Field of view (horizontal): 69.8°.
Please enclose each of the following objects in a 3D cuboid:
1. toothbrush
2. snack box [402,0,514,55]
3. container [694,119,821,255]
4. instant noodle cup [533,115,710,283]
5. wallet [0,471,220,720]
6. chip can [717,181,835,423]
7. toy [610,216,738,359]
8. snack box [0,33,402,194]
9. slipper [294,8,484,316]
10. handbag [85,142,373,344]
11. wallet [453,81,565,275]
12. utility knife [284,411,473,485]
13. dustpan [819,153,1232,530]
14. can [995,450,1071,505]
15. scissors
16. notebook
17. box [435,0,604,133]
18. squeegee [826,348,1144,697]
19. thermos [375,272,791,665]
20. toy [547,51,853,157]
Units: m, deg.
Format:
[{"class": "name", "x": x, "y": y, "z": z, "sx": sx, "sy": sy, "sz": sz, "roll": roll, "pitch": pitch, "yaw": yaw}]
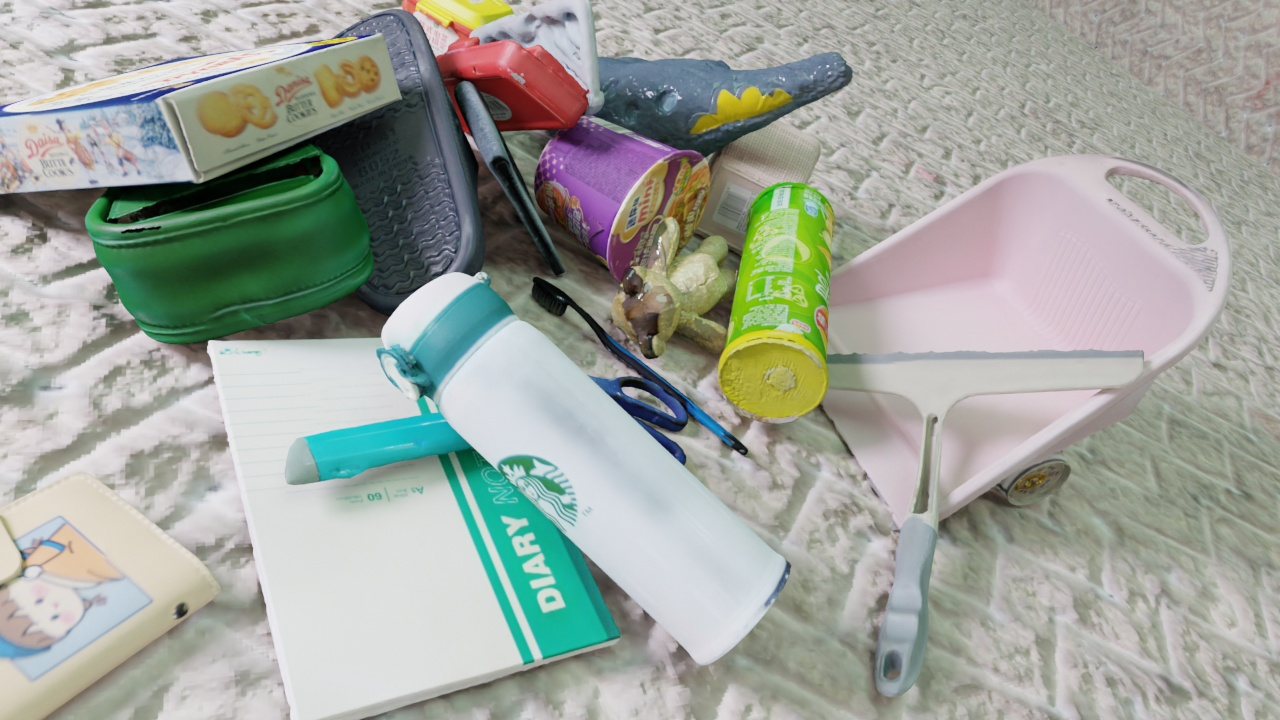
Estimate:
[{"class": "toothbrush", "x": -0.004, "y": 0.004, "z": 0.615, "sx": 0.189, "sy": 0.016, "sz": 0.014, "roll": 39, "pitch": 28, "yaw": 12}, {"class": "snack box", "x": -0.169, "y": -0.292, "z": 0.822, "sx": 0.091, "sy": 0.080, "sz": 0.081, "roll": 33, "pitch": 35, "yaw": 8}, {"class": "container", "x": 0.099, "y": -0.154, "z": 0.814, "sx": 0.090, "sy": 0.090, "sz": 0.110, "roll": 26, "pitch": 38, "yaw": -1}, {"class": "instant noodle cup", "x": -0.020, "y": -0.127, "z": 0.696, "sx": 0.099, "sy": 0.112, "sz": 0.111, "roll": 34, "pitch": 35, "yaw": 26}, {"class": "wallet", "x": -0.235, "y": 0.093, "z": 0.344, "sx": 0.087, "sy": 0.024, "sz": 0.114, "roll": 39, "pitch": 38, "yaw": 9}, {"class": "chip can", "x": 0.104, "y": -0.052, "z": 0.668, "sx": 0.072, "sy": 0.073, "sz": 0.220, "roll": 23, "pitch": 40, "yaw": -5}, {"class": "toy", "x": 0.031, "y": -0.054, "z": 0.674, "sx": 0.156, "sy": 0.066, "sz": 0.105, "roll": -34, "pitch": 108, "yaw": -55}, {"class": "snack box", "x": -0.265, "y": -0.145, "z": 0.532, "sx": 0.183, "sy": 0.046, "sz": 0.177, "roll": 1, "pitch": 28, "yaw": 22}, {"class": "slipper", "x": -0.163, "y": -0.125, "z": 0.619, "sx": 0.111, "sy": 0.083, "sz": 0.268, "roll": -24, "pitch": 59, "yaw": 2}, {"class": "handbag", "x": -0.219, "y": -0.071, "z": 0.500, "sx": 0.131, "sy": 0.068, "sz": 0.120, "roll": -18, "pitch": 34, "yaw": -15}, {"class": "wallet", "x": -0.091, "y": -0.126, "z": 0.651, "sx": 0.019, "sy": 0.121, "sz": 0.097, "roll": -27, "pitch": 51, "yaw": 1}, {"class": "utility knife", "x": -0.104, "y": 0.039, "z": 0.465, "sx": 0.160, "sy": 0.013, "sz": 0.029, "roll": -9, "pitch": 53, "yaw": -42}, {"class": "dustpan", "x": 0.249, "y": -0.042, "z": 0.646, "sx": 0.273, "sy": 0.139, "sz": 0.222, "roll": -17, "pitch": 48, "yaw": -15}, {"class": "can", "x": 0.266, "y": 0.044, "z": 0.697, "sx": 0.053, "sy": 0.053, "sz": 0.132, "roll": 6, "pitch": 40, "yaw": -27}, {"class": "scissors", "x": -0.040, "y": 0.009, "z": 0.561, "sx": 0.173, "sy": 0.012, "sz": 0.128, "roll": 44, "pitch": 33, "yaw": 8}, {"class": "notebook", "x": -0.115, "y": 0.064, "z": 0.451, "sx": 0.150, "sy": 0.012, "sz": 0.209, "roll": -5, "pitch": 49, "yaw": -34}, {"class": "box", "x": -0.094, "y": -0.225, "z": 0.698, "sx": 0.094, "sy": 0.091, "sz": 0.202, "roll": 34, "pitch": -9, "yaw": -34}, {"class": "squeegee", "x": 0.170, "y": 0.094, "z": 0.558, "sx": 0.247, "sy": 0.039, "sz": 0.245, "roll": -1, "pitch": 46, "yaw": 26}, {"class": "thermos", "x": -0.032, "y": 0.049, "z": 0.451, "sx": 0.224, "sy": 0.073, "sz": 0.073, "roll": 43, "pitch": 37, "yaw": 2}, {"class": "toy", "x": -0.005, "y": -0.223, "z": 0.787, "sx": 0.357, "sy": 0.091, "sz": 0.137, "roll": 16, "pitch": 59, "yaw": 34}]
